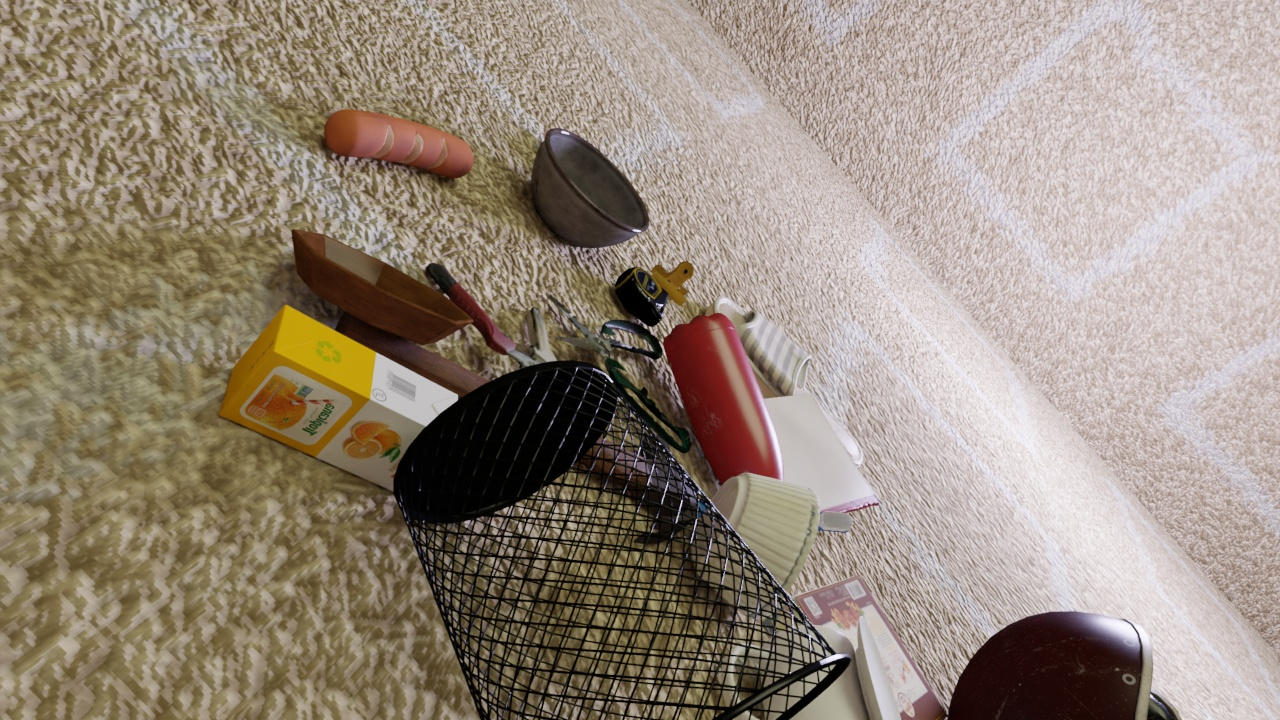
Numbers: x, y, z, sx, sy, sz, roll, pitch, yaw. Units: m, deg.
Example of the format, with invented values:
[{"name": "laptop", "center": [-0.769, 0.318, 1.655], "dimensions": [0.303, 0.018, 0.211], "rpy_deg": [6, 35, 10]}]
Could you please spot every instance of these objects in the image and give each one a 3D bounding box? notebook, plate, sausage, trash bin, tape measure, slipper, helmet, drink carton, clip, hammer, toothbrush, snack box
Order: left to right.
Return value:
[{"name": "drink carton", "center": [-0.168, 0.027, 0.533], "dimensions": [0.122, 0.059, 0.040], "rpy_deg": [32, 29, -31]}, {"name": "plate", "center": [-0.176, -0.046, 0.617], "dimensions": [0.131, 0.025, 0.131], "rpy_deg": [29, 5, -3]}, {"name": "sausage", "center": [-0.209, -0.191, 0.808], "dimensions": [0.044, 0.039, 0.164], "rpy_deg": [59, 26, 15]}, {"name": "hammer", "center": [-0.078, 0.048, 0.687], "dimensions": [0.322, 0.033, 0.115], "rpy_deg": [31, 26, -31]}, {"name": "trash bin", "center": [-0.025, 0.124, 0.500], "dimensions": [0.183, 0.184, 0.210], "rpy_deg": [9, 39, -54]}, {"name": "tape measure", "center": [0.000, -0.069, 0.979], "dimensions": [0.061, 0.034, 0.061], "rpy_deg": [46, 24, -12]}, {"name": "clip", "center": [0.041, -0.094, 1.078], "dimensions": [0.054, 0.048, 0.046], "rpy_deg": [42, 66, -15]}, {"name": "toothbrush", "center": [0.111, 0.135, 0.803], "dimensions": [0.166, 0.014, 0.016], "rpy_deg": [9, 70, -17]}, {"name": "notebook", "center": [0.158, 0.103, 0.972], "dimensions": [0.208, 0.012, 0.153], "rpy_deg": [-2, 55, -46]}, {"name": "slipper", "center": [0.184, 0.025, 1.129], "dimensions": [0.272, 0.054, 0.114], "rpy_deg": [50, 30, 1]}, {"name": "snack box", "center": [0.187, 0.266, 0.790], "dimensions": [0.143, 0.041, 0.147], "rpy_deg": [7, 47, -56]}, {"name": "plate", "center": [0.178, 0.257, 0.676], "dimensions": [0.134, 0.011, 0.134], "rpy_deg": [-18, 90, -76]}, {"name": "helmet", "center": [0.395, 0.338, 0.778], "dimensions": [0.253, 0.234, 0.233], "rpy_deg": [33, 17, 12]}]

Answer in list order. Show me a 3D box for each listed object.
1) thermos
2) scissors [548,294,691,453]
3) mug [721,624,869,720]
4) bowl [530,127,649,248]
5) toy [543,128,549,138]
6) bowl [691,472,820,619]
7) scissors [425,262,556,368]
[{"name": "thermos", "center": [0.092, 0.073, 0.867], "dimensions": [0.073, 0.073, 0.239], "rpy_deg": [8, 57, -55]}, {"name": "scissors", "center": [-0.005, 0.005, 0.861], "dimensions": [0.201, 0.015, 0.204], "rpy_deg": [47, 20, 14]}, {"name": "mug", "center": [0.110, 0.247, 0.667], "dimensions": [0.110, 0.074, 0.090], "rpy_deg": [20, 32, -11]}, {"name": "bowl", "center": [-0.065, -0.173, 0.984], "dimensions": [0.145, 0.067, 0.144], "rpy_deg": [37, 27, -23]}, {"name": "toy", "center": [-0.080, -0.231, 1.082], "dimensions": [0.079, 0.038, 0.122], "rpy_deg": [5, 45, -47]}, {"name": "bowl", "center": [0.086, 0.141, 0.736], "dimensions": [0.062, 0.116, 0.115], "rpy_deg": [28, 28, -7]}, {"name": "scissors", "center": [-0.097, -0.016, 0.731], "dimensions": [0.198, 0.015, 0.179], "rpy_deg": [40, 15, 7]}]
